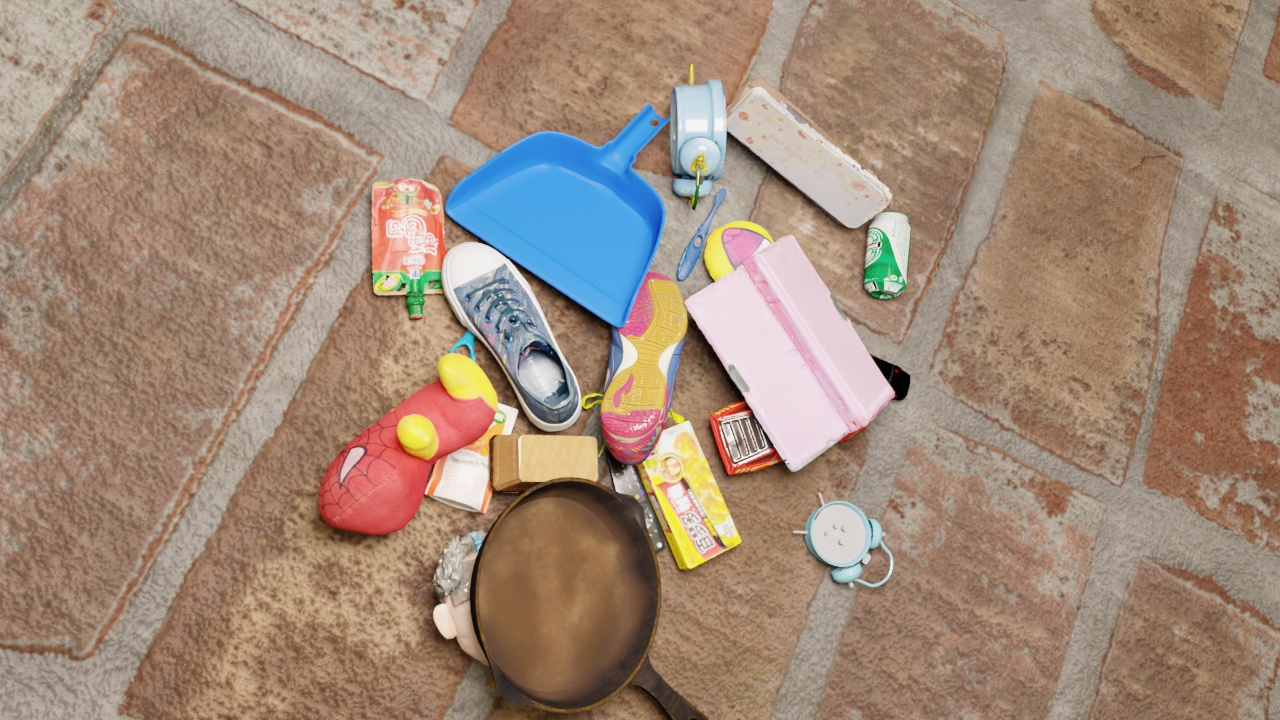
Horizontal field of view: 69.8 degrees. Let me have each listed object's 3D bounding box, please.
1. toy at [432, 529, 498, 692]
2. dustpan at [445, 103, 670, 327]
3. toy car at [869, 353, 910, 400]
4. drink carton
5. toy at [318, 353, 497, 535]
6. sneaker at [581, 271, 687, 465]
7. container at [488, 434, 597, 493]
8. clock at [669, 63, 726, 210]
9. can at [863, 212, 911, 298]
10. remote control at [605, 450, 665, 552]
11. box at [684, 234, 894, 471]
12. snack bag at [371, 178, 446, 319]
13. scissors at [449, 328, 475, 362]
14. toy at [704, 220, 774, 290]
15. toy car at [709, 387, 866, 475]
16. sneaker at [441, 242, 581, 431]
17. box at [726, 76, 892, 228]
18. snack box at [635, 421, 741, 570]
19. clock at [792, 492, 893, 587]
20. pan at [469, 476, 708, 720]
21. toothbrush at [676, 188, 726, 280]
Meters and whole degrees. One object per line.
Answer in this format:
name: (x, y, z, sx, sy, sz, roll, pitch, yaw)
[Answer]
toy: (-0.148, 0.260, 0.944, 0.132, 0.076, 0.176, -12, 80, -32)
dustpan: (-0.047, -0.201, 1.056, 0.245, 0.060, 0.256, 34, 60, 8)
toy car: (0.292, 0.017, 1.122, 0.091, 0.036, 0.042, 23, 74, -9)
drink carton: (-0.181, 0.097, 0.992, 0.069, 0.039, 0.122, 20, 69, -10)
toy: (-0.232, 0.088, 0.921, 0.099, 0.147, 0.216, 42, 84, -3)
sneaker: (-0.005, 0.006, 1.027, 0.116, 0.091, 0.241, 3, 52, 9)
container: (-0.099, 0.108, 0.981, 0.113, 0.061, 0.063, 4, 77, -28)
clock: (0.069, -0.256, 1.081, 0.060, 0.118, 0.162, -1, 70, -3)
can: (0.309, -0.130, 1.147, 0.053, 0.053, 0.101, 11, 77, -12)
remote control: (-0.008, 0.158, 1.032, 0.039, 0.010, 0.124, -18, 84, -17)
box: (0.179, -0.015, 1.040, 0.179, 0.059, 0.233, -35, 92, -29)
snack bag: (-0.255, -0.122, 1.017, 0.087, 0.044, 0.155, -3, 85, -24)
scissors: (-0.172, -0.048, 1.034, 0.110, 0.015, 0.132, 1, 74, -10)
toy: (0.122, -0.124, 1.106, 0.094, 0.041, 0.095, 46, 69, 3)
toy car: (0.174, 0.073, 1.074, 0.189, 0.056, 0.081, -16, 84, -19)
sneaker: (-0.133, -0.035, 0.988, 0.087, 0.079, 0.235, -31, 83, -18)
box: (0.205, -0.259, 1.124, 0.216, 0.095, 0.107, 36, 43, -13)
snack box: (0.050, 0.151, 1.034, 0.075, 0.025, 0.152, -21, 84, -26)
clock: (0.243, 0.214, 1.067, 0.123, 0.042, 0.087, 38, 72, -2)
pan: (-0.041, 0.283, 0.950, 0.356, 0.043, 0.247, 53, 51, -18)
toothbrush: (0.074, -0.153, 1.115, 0.021, 0.016, 0.132, 28, 76, -7)
